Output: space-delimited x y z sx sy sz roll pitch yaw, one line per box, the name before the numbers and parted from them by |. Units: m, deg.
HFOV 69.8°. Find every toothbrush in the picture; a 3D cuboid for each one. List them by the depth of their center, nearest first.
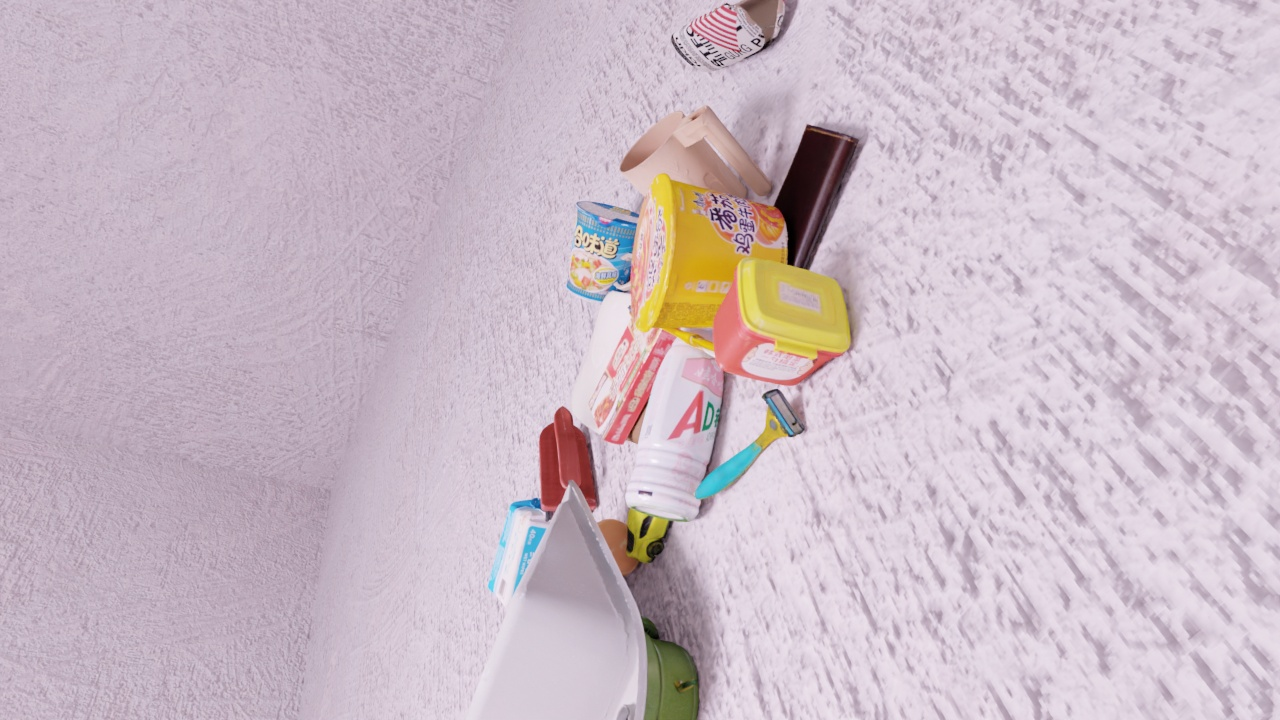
toothbrush | 0.053 -0.018 0.821 0.191 0.018 0.016 27 72 41

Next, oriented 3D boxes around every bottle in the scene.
bottle | 0.039 0.046 0.847 0.068 0.068 0.196 -20 53 63

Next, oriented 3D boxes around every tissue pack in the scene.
tissue pack | -0.136 0.241 1.121 0.090 0.063 0.140 8 83 66

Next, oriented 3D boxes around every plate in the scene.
plate | -0.027 0.003 1.069 0.164 0.034 0.163 26 98 67

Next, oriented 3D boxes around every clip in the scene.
clip | 0.003 -0.086 1.068 0.083 0.034 0.104 -65 31 12

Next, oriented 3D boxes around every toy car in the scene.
toy car | 0.011 0.143 0.888 0.105 0.032 0.048 -70 22 5

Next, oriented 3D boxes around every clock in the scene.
clock | -0.005 0.287 0.793 0.161 0.056 0.116 14 87 68

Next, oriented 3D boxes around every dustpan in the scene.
dustpan | -0.061 0.270 0.826 0.257 0.142 0.223 -58 -9 -76

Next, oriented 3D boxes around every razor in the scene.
razor | 0.085 0.078 0.762 0.043 0.028 0.133 57 131 22

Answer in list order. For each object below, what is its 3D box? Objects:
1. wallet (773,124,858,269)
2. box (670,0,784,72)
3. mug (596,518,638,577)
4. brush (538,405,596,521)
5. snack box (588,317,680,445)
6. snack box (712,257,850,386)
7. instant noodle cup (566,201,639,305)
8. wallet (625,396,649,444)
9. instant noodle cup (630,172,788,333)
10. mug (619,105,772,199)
wallet | 0.141 -0.142 0.798 0.096 0.020 0.122 -119 48 -67
box | 0.103 -0.361 0.994 0.087 0.076 0.163 -50 19 -12
mug | -0.056 0.211 0.948 0.123 0.078 0.078 -42 37 44
brush | -0.090 0.120 1.094 0.145 0.063 0.069 -102 17 -51
snack box | -0.006 0.006 0.946 0.153 0.025 0.075 -63 28 21
snack box | 0.105 -0.025 0.712 0.080 0.091 0.081 123 154 -49
instant noodle cup | -0.048 -0.132 1.146 0.099 0.099 0.110 -122 45 -62
wallet | 0.017 0.048 0.941 0.115 0.033 0.090 7 78 68
instant noodle cup | 0.059 -0.089 0.806 0.138 0.109 0.138 -176 91 -76
mug | 0.056 -0.185 0.897 0.125 0.103 0.084 -16 37 50
